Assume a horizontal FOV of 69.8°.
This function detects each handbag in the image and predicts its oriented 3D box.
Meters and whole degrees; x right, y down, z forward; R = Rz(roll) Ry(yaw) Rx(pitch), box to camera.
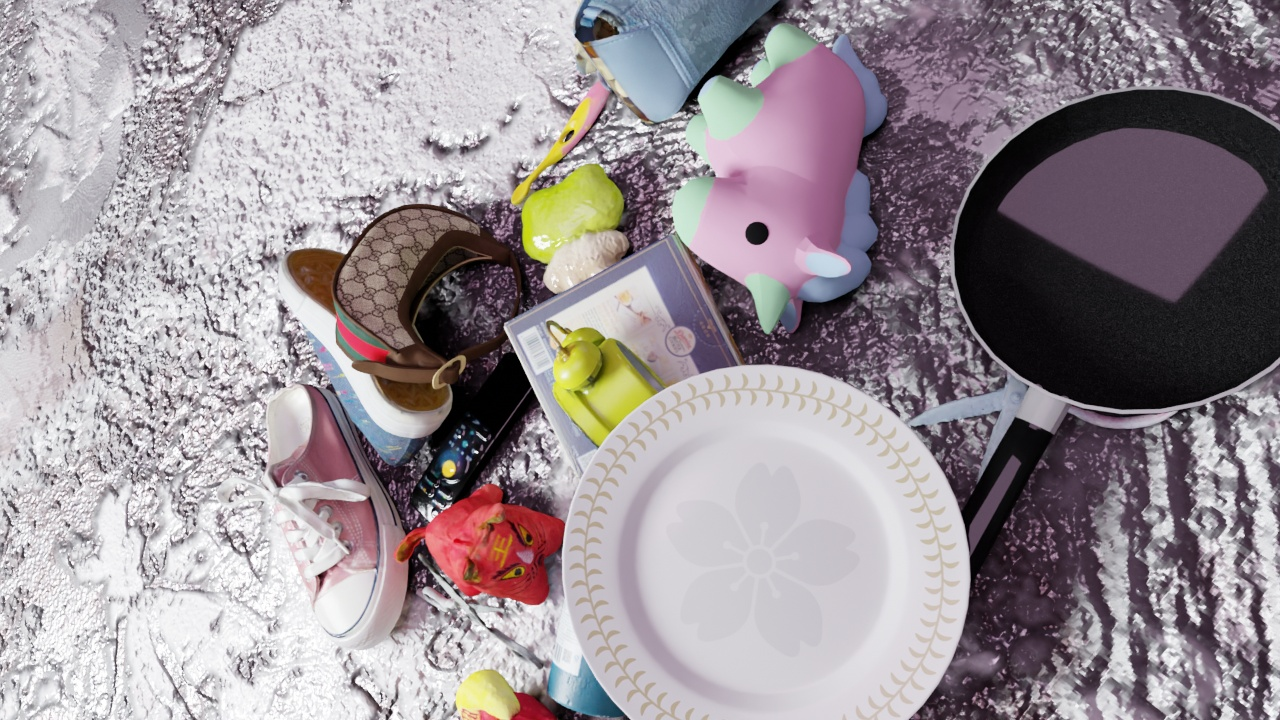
[{"bbox_3d":[-0.169,-0.050,0.737,0.138,0.063,0.166,17,49,4],"label":"handbag"},{"bbox_3d":[0.026,-0.292,0.719,0.192,0.121,0.118,-50,53,3],"label":"handbag"}]

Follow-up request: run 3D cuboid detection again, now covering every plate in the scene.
[{"bbox_3d":[0.073,0.124,0.557,0.242,0.016,0.242,0,86,6],"label":"plate"}]

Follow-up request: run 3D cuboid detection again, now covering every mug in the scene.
[{"bbox_3d":[-0.021,0.177,0.636,0.078,0.078,0.121,14,86,25],"label":"mug"}]

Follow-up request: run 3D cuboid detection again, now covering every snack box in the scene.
[{"bbox_3d":[-0.004,0.004,0.668,0.145,0.042,0.144,-27,87,13],"label":"snack box"}]

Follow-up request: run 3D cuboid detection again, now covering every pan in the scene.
[{"bbox_3d":[0.263,0.001,0.563,0.204,0.044,0.355,28,91,28],"label":"pan"}]

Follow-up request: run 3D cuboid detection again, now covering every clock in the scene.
[{"bbox_3d":[-0.023,0.020,0.605,0.057,0.083,0.119,-45,99,7],"label":"clock"}]

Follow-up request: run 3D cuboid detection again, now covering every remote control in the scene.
[{"bbox_3d":[-0.133,0.064,0.743,0.041,0.020,0.152,36,92,26],"label":"remote control"}]

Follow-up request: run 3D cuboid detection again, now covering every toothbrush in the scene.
[{"bbox_3d":[-0.067,-0.186,0.786,0.021,0.016,0.135,37,89,28],"label":"toothbrush"}]

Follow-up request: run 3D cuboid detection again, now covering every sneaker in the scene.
[{"bbox_3d":[-0.238,-0.007,0.786,0.235,0.087,0.079,47,131,29],"label":"sneaker"},{"bbox_3d":[-0.264,0.117,0.744,0.118,0.088,0.241,-33,65,12],"label":"sneaker"}]

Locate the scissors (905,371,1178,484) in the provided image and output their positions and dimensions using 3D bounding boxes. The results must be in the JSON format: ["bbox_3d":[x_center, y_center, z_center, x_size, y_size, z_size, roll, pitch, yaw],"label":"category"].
[{"bbox_3d":[0.266,0.017,0.591,0.169,0.014,0.170,20,84,26],"label":"scissors"}]

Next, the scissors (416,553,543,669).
[{"bbox_3d":[-0.129,0.179,0.667,0.175,0.141,0.014,-5,42,53],"label":"scissors"}]

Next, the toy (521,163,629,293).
[{"bbox_3d":[-0.048,-0.096,0.738,0.092,0.043,0.117,-26,70,12],"label":"toy"}]

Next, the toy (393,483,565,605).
[{"bbox_3d":[-0.133,0.132,0.683,0.133,0.094,0.088,0,76,24],"label":"toy"}]

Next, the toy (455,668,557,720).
[{"bbox_3d":[-0.074,0.266,0.628,0.137,0.106,0.067,11,40,39],"label":"toy"}]

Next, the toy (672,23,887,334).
[{"bbox_3d":[0.114,-0.135,0.648,0.171,0.120,0.221,45,71,7],"label":"toy"}]
